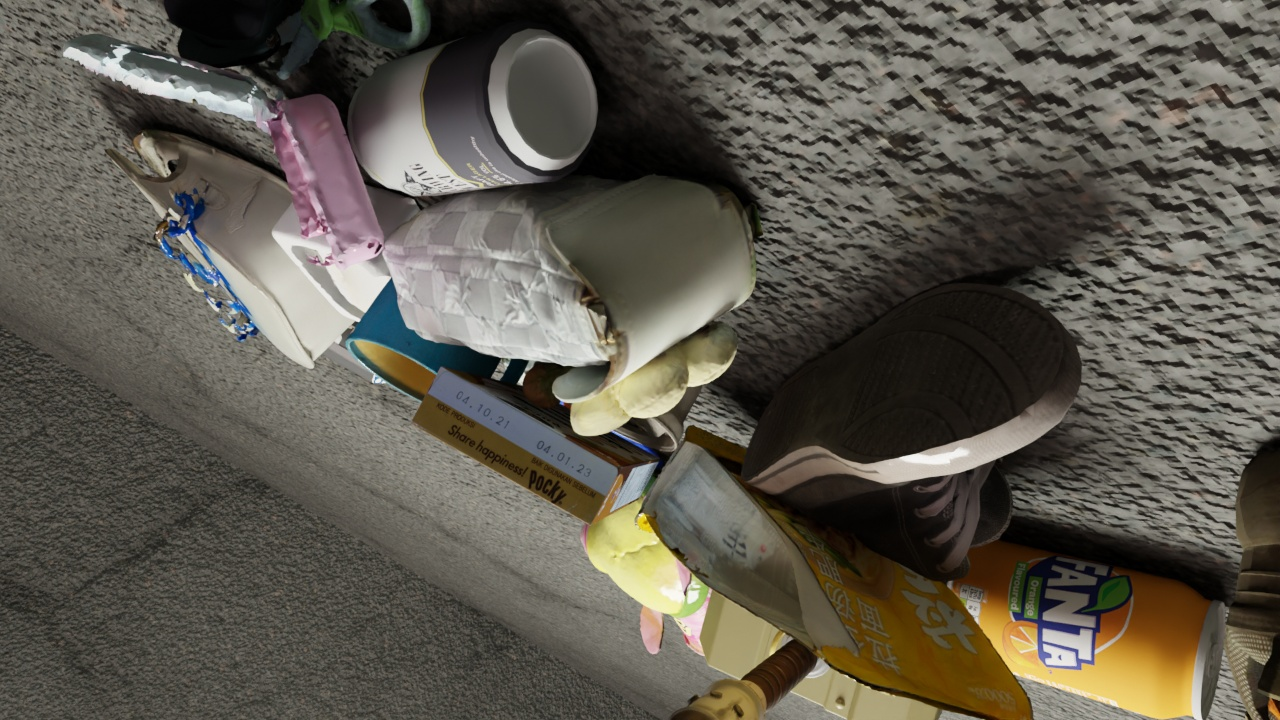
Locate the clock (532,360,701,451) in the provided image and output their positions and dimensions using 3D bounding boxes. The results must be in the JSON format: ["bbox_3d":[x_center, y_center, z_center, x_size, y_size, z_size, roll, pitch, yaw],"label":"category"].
[{"bbox_3d":[-0.003,0.004,0.564,0.103,0.061,0.157,33,164,-9],"label":"clock"}]

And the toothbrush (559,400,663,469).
[{"bbox_3d":[-0.017,0.059,0.703,0.016,0.018,0.182,-25,151,13],"label":"toothbrush"}]

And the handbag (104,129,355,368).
[{"bbox_3d":[-0.320,-0.087,0.706,0.199,0.092,0.201,32,158,11],"label":"handbag"}]

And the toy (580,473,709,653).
[{"bbox_3d":[0.004,0.158,0.807,0.190,0.087,0.239,68,159,4],"label":"toy"}]

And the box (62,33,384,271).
[{"bbox_3d":[-0.183,-0.111,0.454,0.150,0.073,0.201,45,174,-22],"label":"box"}]

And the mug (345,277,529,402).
[{"bbox_3d":[-0.107,-0.024,0.565,0.085,0.104,0.112,10,153,38],"label":"mug"}]

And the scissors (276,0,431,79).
[{"bbox_3d":[-0.160,-0.171,0.441,0.176,0.032,0.078,-1,139,47],"label":"scissors"}]

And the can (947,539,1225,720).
[{"bbox_3d":[0.264,0.160,0.555,0.143,0.079,0.079,8,149,40],"label":"can"}]

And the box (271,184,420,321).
[{"bbox_3d":[-0.183,-0.058,0.620,0.102,0.076,0.107,19,157,24],"label":"box"}]

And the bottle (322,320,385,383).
[{"bbox_3d":[-0.246,-0.010,0.823,0.112,0.046,0.047,30,157,-5],"label":"bottle"}]

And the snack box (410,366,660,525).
[{"bbox_3d":[-0.049,0.048,0.527,0.101,0.031,0.186,28,179,8],"label":"snack box"}]

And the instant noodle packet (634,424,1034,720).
[{"bbox_3d":[0.114,0.134,0.533,0.163,0.084,0.221,28,-175,-26],"label":"instant noodle packet"}]

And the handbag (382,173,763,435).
[{"bbox_3d":[-0.037,-0.030,0.452,0.172,0.112,0.123,12,126,41],"label":"handbag"}]

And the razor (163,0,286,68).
[{"bbox_3d":[-0.175,-0.172,0.399,0.052,0.047,0.143,32,156,-20],"label":"razor"}]

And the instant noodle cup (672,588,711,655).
[{"bbox_3d":[0.059,0.222,0.911,0.098,0.097,0.108,1,137,47],"label":"instant noodle cup"}]

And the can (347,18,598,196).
[{"bbox_3d":[-0.080,-0.108,0.411,0.128,0.064,0.064,5,147,44],"label":"can"}]

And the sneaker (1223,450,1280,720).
[{"bbox_3d":[0.326,0.157,0.398,0.238,0.142,0.101,41,154,-28],"label":"sneaker"}]

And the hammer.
[{"bbox_3d":[0.099,0.215,0.633,0.190,0.101,0.324,17,-175,26],"label":"hammer"}]

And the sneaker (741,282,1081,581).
[{"bbox_3d":[0.146,0.045,0.440,0.120,0.095,0.235,29,155,-7],"label":"sneaker"}]

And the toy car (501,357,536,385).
[{"bbox_3d":[-0.063,0.014,0.685,0.106,0.033,0.048,5,149,45],"label":"toy car"}]
